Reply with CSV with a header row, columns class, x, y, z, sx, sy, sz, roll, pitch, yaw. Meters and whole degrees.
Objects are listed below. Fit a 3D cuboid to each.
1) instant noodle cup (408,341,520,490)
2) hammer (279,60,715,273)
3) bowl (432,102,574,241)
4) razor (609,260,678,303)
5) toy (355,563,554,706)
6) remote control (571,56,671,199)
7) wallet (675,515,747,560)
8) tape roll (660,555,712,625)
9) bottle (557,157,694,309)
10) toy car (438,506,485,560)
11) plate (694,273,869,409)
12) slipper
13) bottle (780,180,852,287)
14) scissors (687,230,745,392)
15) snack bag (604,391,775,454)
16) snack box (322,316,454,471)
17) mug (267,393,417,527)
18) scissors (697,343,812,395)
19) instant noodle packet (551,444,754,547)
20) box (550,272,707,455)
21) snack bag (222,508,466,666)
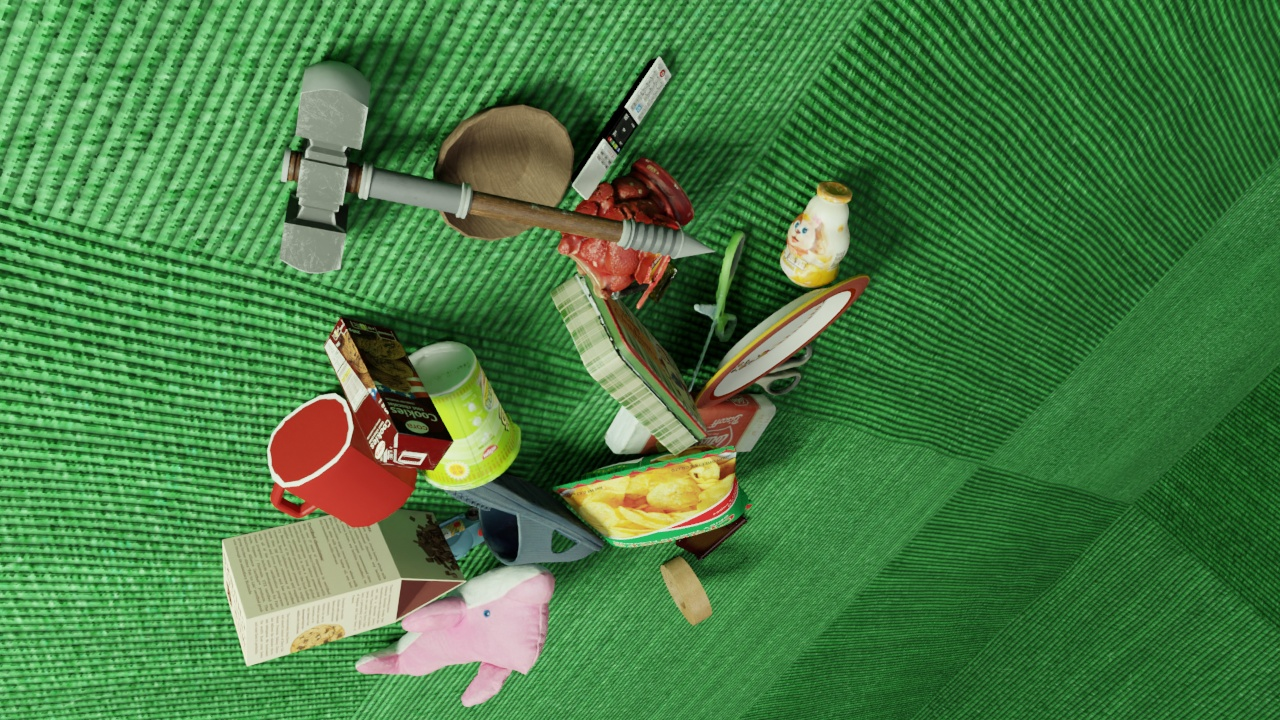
class,x,y,z,sx,sy,sz,roll,pitch,yaw
instant noodle cup,-0.168,0.046,0.825,0.098,0.099,0.108,-26,133,-15
hammer,-0.092,-0.110,0.677,0.322,0.043,0.156,9,125,-20
bowl,-0.110,-0.150,0.713,0.117,0.030,0.118,-22,140,-20
razor,-0.002,-0.069,0.856,0.043,0.026,0.105,-56,166,25
toy,-0.187,0.317,1.027,0.266,0.127,0.186,-33,158,30
remote control,-0.017,-0.188,0.739,0.124,0.012,0.028,-56,155,-1
wallet,0.097,0.241,1.296,0.091,0.018,0.115,-41,144,4
tape roll,0.064,0.323,1.289,0.027,0.094,0.094,-27,141,-15
bottle,-0.012,-0.107,0.778,0.111,0.099,0.099,-43,143,-8
toy car,-0.202,0.198,1.000,0.107,0.027,0.060,-24,140,-17
plate,0.146,-0.024,0.985,0.229,0.021,0.230,-34,167,-9
slipper,-0.136,0.170,0.957,0.082,0.101,0.263,-57,138,-4
bottle,0.185,-0.130,0.943,0.063,0.063,0.109,-14,136,-28
scissors,0.079,-0.048,0.934,0.172,0.021,0.171,-4,114,-75
snack bag,0.063,0.073,1.077,0.224,0.041,0.078,5,124,-40
snack box,-0.202,0.025,0.729,0.051,0.141,0.032,16,117,-47
mug,-0.271,0.097,0.801,0.116,0.080,0.096,-32,143,4
scissors,0.142,0.008,1.095,0.169,0.012,0.133,25,110,-47
instant noodle packet,0.026,0.160,1.058,0.196,0.090,0.253,-14,155,6
box,-0.005,0.005,0.887,0.050,0.117,0.205,-35,141,7
snack bag,-0.283,0.205,0.888,0.206,0.094,0.070,-10,134,-32
